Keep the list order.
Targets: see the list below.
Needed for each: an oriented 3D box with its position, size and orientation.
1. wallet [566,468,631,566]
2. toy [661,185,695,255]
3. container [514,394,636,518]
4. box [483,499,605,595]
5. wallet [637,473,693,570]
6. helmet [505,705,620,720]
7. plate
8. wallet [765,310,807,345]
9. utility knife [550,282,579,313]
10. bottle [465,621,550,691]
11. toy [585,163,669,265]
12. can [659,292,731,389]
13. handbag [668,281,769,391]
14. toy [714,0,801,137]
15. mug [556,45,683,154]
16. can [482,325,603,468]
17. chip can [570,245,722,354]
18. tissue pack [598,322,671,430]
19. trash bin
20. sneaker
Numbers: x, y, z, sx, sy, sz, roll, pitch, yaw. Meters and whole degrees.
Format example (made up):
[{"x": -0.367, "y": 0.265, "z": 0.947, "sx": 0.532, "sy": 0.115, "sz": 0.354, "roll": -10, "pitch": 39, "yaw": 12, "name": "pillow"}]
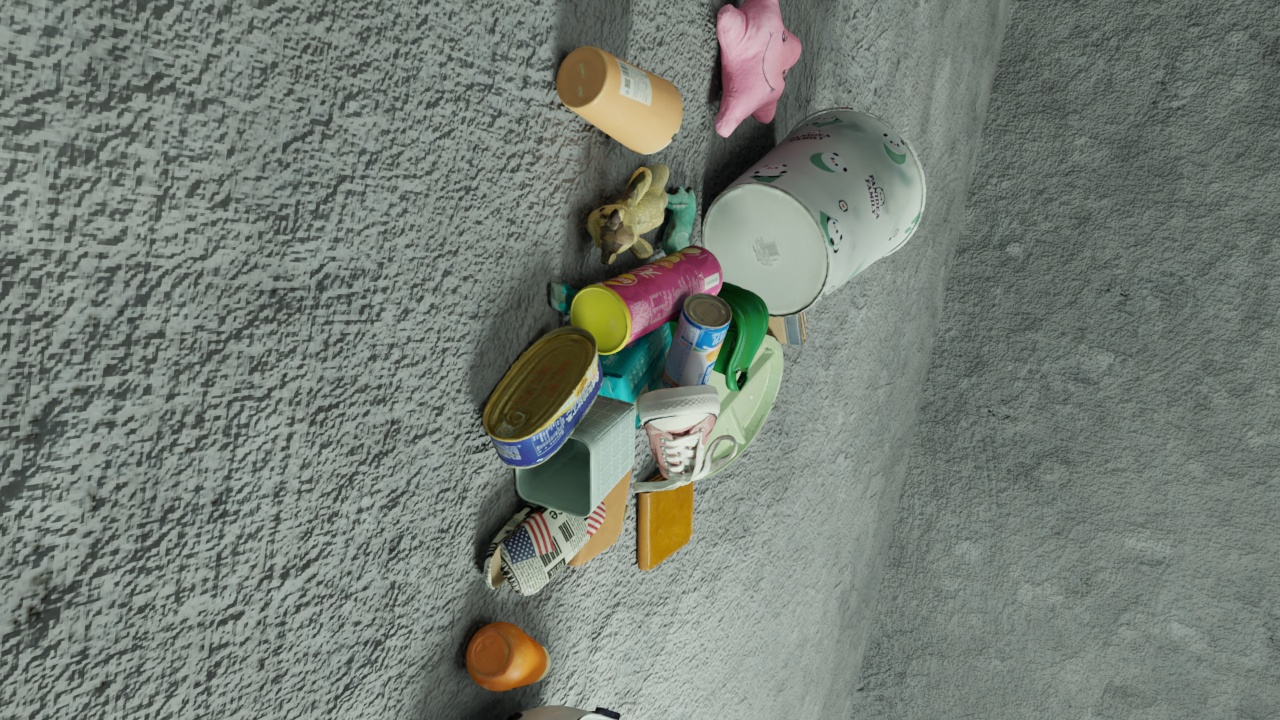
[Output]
[{"x": -0.046, "y": 0.164, "z": 1.076, "sx": 0.107, "sy": 0.031, "sz": 0.132, "roll": -19, "pitch": 123, "yaw": -59, "name": "wallet"}, {"x": 0.043, "y": -0.166, "z": 1.091, "sx": 0.096, "sy": 0.030, "sz": 0.092, "roll": 11, "pitch": 88, "yaw": -56, "name": "toy"}, {"x": -0.063, "y": 0.090, "z": 0.949, "sx": 0.111, "sy": 0.090, "sz": 0.090, "roll": -39, "pitch": 136, "yaw": -55, "name": "container"}, {"x": -0.090, "y": 0.176, "z": 0.943, "sx": 0.163, "sy": 0.082, "sz": 0.075, "roll": -37, "pitch": 132, "yaw": -49, "name": "box"}, {"x": 0.041, "y": 0.206, "z": 1.246, "sx": 0.118, "sy": 0.035, "sz": 0.131, "roll": -29, "pitch": 129, "yaw": -44, "name": "wallet"}, {"x": -0.111, "y": 0.470, "z": 0.978, "sx": 0.228, "sy": 0.146, "sz": 0.259, "roll": -63, "pitch": 143, "yaw": -26, "name": "helmet"}, {"x": 0.123, "y": 0.063, "z": 1.300, "sx": 0.229, "sy": 0.027, "sz": 0.231, "roll": -32, "pitch": 138, "yaw": -35, "name": "plate"}, {"x": 0.175, "y": -0.059, "z": 1.299, "sx": 0.090, "sy": 0.115, "sz": 0.033, "roll": 71, "pitch": 29, "yaw": -48, "name": "wallet"}, {"x": -0.053, "y": -0.059, "z": 0.972, "sx": 0.157, "sy": 0.013, "sz": 0.029, "roll": 9, "pitch": 97, "yaw": -63, "name": "utility knife"}, {"x": -0.130, "y": 0.315, "z": 0.964, "sx": 0.149, "sy": 0.067, "sz": 0.066, "roll": 59, "pitch": 51, "yaw": -64, "name": "bottle"}, {"x": -0.006, "y": -0.161, "z": 0.969, "sx": 0.156, "sy": 0.066, "sz": 0.105, "roll": -55, "pitch": 159, "yaw": -50, "name": "toy"}, {"x": 0.058, "y": -0.009, "z": 1.012, "sx": 0.053, "sy": 0.053, "sz": 0.135, "roll": -49, "pitch": 163, "yaw": -42, "name": "can"}, {"x": 0.088, "y": -0.035, "z": 1.130, "sx": 0.067, "sy": 0.131, "sz": 0.120, "roll": -16, "pitch": 122, "yaw": -47, "name": "handbag"}, {"x": 0.146, "y": -0.381, "z": 1.125, "sx": 0.178, "sy": 0.075, "sz": 0.195, "roll": -32, "pitch": 132, "yaw": -42, "name": "toy"}, {"x": -0.021, "y": -0.250, "z": 0.876, "sx": 0.122, "sy": 0.078, "sz": 0.078, "roll": 6, "pitch": 97, "yaw": -59, "name": "mug"}, {"x": -0.091, "y": 0.034, "z": 0.880, "sx": 0.147, "sy": 0.075, "sz": 0.049, "roll": -56, "pitch": 150, "yaw": -33, "name": "can"}, {"x": 0.012, "y": -0.070, "z": 0.993, "sx": 0.210, "sy": 0.071, "sz": 0.071, "roll": -30, "pitch": 129, "yaw": -53, "name": "chip can"}, {"x": -0.006, "y": 0.006, "z": 1.054, "sx": 0.133, "sy": 0.050, "sz": 0.093, "roll": -55, "pitch": 146, "yaw": -36, "name": "tissue pack"}, {"x": 0.223, "y": -0.191, "z": 1.228, "sx": 0.251, "sy": 0.230, "sz": 0.230, "roll": -38, "pitch": 135, "yaw": -42, "name": "trash bin"}, {"x": 0.045, "y": 0.093, "z": 1.016, "sx": 0.241, "sy": 0.118, "sz": 0.087, "roll": 90, "pitch": -8, "yaw": -70, "name": "sneaker"}]
